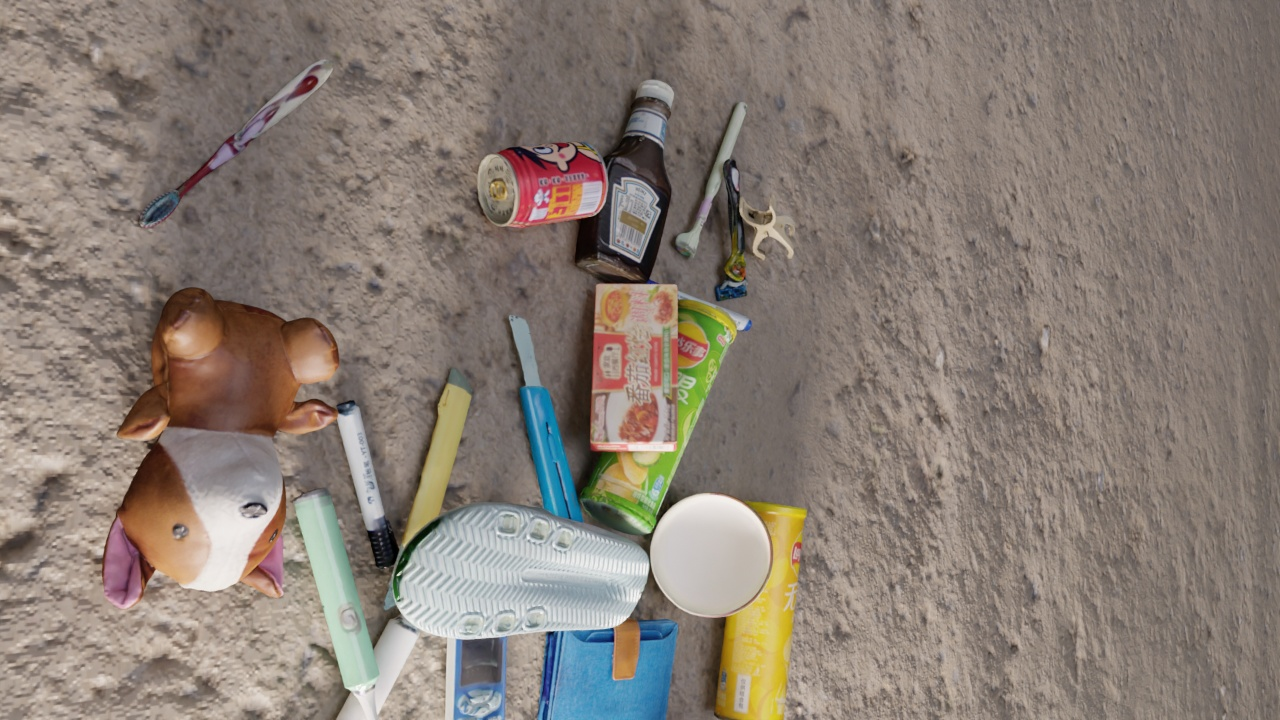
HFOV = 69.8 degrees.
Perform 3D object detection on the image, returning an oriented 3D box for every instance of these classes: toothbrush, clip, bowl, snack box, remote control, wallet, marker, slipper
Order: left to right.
[{"bbox_3d":[-0.282,-0.158,0.650,0.016,0.017,0.187,50,60,-26],"label":"toothbrush"},{"bbox_3d":[-0.209,0.202,0.662,0.026,0.027,0.224,-15,88,-33],"label":"toothbrush"},{"bbox_3d":[-0.207,0.094,0.697,0.022,0.018,0.131,-19,100,-48],"label":"marker"},{"bbox_3d":[-0.192,0.228,0.695,0.220,0.027,0.026,-64,148,-21],"label":"toothbrush"},{"bbox_3d":[-0.134,0.271,0.740,0.049,0.024,0.125,4,86,-38],"label":"remote control"},{"bbox_3d":[-0.091,0.166,0.744,0.245,0.074,0.104,19,89,-44],"label":"slipper"},{"bbox_3d":[-0.027,0.283,0.818,0.133,0.040,0.106,11,85,-38],"label":"wallet"},{"bbox_3d":[-0.005,0.005,0.807,0.075,0.025,0.152,1,67,1],"label":"snack box"},{"bbox_3d":[0.056,-0.054,0.913,0.145,0.017,0.017,17,77,-36],"label":"marker"},{"bbox_3d":[0.069,0.184,0.869,0.062,0.113,0.113,54,45,-75],"label":"bowl"},{"bbox_3d":[0.076,-0.189,0.936,0.029,0.020,0.189,38,64,-38],"label":"toothbrush"},{"bbox_3d":[0.119,-0.137,0.943,0.104,0.081,0.034,26,64,-50],"label":"clip"}]

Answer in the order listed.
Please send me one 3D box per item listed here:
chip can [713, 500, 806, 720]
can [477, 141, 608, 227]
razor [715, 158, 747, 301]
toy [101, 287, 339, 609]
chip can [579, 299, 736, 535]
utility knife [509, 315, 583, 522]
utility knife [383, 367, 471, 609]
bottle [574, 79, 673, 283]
[{"bbox_3d":[0.120,0.248,0.911,0.072,0.072,0.213,14,79,-37],"label":"chip can"},{"bbox_3d":[-0.083,-0.149,0.776,0.093,0.067,0.066,-16,98,-37],"label":"can"},{"bbox_3d":[0.096,-0.133,0.934,0.042,0.022,0.143,-12,104,-40],"label":"razor"},{"bbox_3d":[-0.266,0.060,0.593,0.140,0.131,0.199,16,88,-43],"label":"toy"},{"bbox_3d":[0.017,0.051,0.842,0.072,0.073,0.220,38,65,-31],"label":"chip can"},{"bbox_3d":[-0.085,0.060,0.795,0.034,0.018,0.207,-18,98,-37],"label":"utility knife"},{"bbox_3d":[-0.165,0.099,0.722,0.031,0.020,0.194,30,59,-40],"label":"utility knife"},{"bbox_3d":[-0.006,-0.168,0.854,0.079,0.044,0.194,23,73,-35],"label":"bottle"}]
